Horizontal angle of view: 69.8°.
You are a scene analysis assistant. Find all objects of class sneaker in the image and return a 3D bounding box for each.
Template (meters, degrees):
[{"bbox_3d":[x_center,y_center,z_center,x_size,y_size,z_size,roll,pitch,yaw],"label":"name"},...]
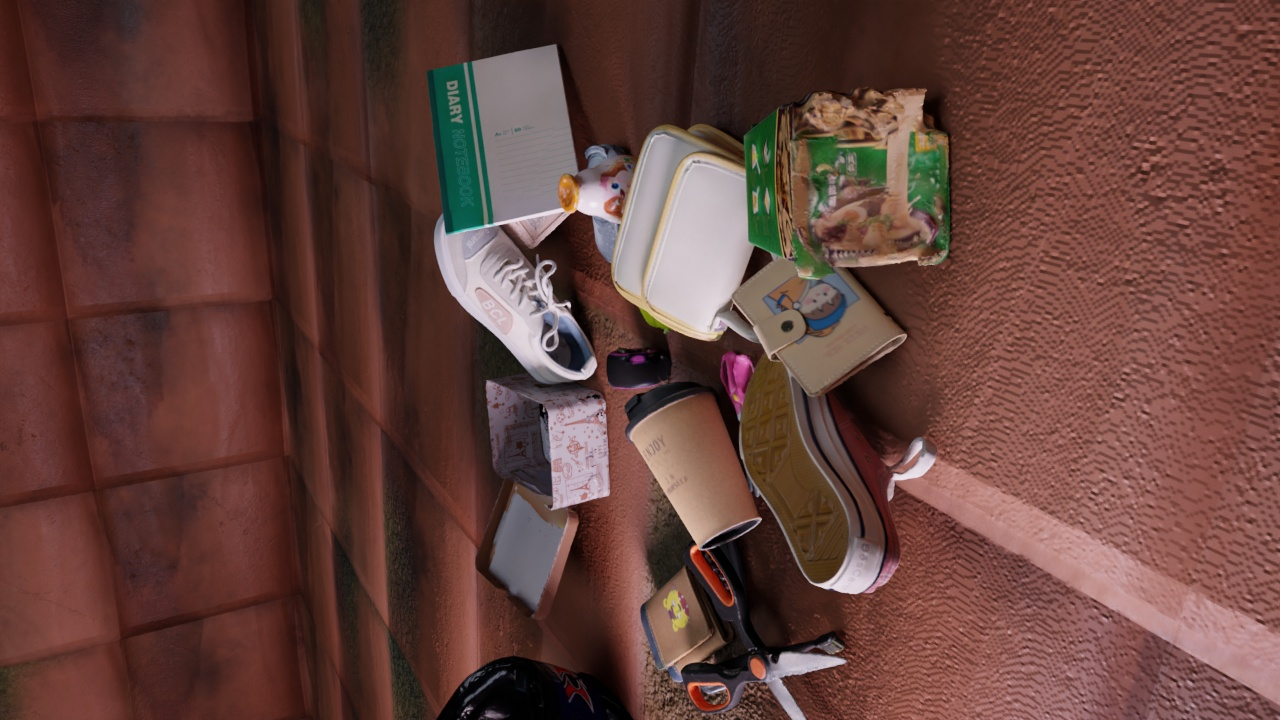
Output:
[{"bbox_3d":[0.141,0.076,0.673,0.240,0.087,0.118,-106,37,-55],"label":"sneaker"},{"bbox_3d":[-0.131,-0.067,1.002,0.091,0.089,0.242,2,135,51],"label":"sneaker"}]

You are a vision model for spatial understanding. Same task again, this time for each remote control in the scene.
[{"bbox_3d":[0.074,0.175,0.864,0.053,0.024,0.136,-29,74,57],"label":"remote control"}]

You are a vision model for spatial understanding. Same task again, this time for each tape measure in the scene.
[{"bbox_3d":[-0.005,0.005,0.918,0.057,0.057,0.039,10,105,60],"label":"tape measure"}]

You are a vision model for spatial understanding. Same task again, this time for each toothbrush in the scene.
[{"bbox_3d":[0.114,0.271,0.825,0.027,0.026,0.213,42,142,-3],"label":"toothbrush"}]

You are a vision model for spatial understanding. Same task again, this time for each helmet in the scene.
[{"bbox_3d":[-0.097,0.473,1.012,0.240,0.246,0.316,40,161,-16],"label":"helmet"}]

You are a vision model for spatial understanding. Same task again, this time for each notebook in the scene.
[{"bbox_3d":[-0.147,-0.239,0.981,0.012,0.150,0.209,74,-175,-69],"label":"notebook"}]

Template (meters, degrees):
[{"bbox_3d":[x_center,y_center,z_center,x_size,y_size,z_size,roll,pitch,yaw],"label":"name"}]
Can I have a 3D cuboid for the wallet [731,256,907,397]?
[{"bbox_3d":[0.126,-0.032,0.679,0.115,0.087,0.024,57,-179,32],"label":"wallet"}]

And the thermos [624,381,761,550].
[{"bbox_3d":[0.048,0.092,0.820,0.143,0.092,0.093,65,146,22],"label":"thermos"}]

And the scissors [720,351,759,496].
[{"bbox_3d":[0.089,0.057,0.819,0.073,0.017,0.137,-148,50,-64],"label":"scissors"}]

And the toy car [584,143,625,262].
[{"bbox_3d":[-0.033,-0.160,0.941,0.054,0.036,0.121,10,109,57],"label":"toy car"}]

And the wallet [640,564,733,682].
[{"bbox_3d":[0.045,0.267,0.933,0.116,0.033,0.090,-54,51,45],"label":"wallet"}]

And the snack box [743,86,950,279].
[{"bbox_3d":[0.130,-0.118,0.626,0.106,0.118,0.117,-161,66,-69],"label":"snack box"}]

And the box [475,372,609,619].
[{"bbox_3d":[-0.126,0.156,1.104,0.179,0.110,0.260,17,112,56],"label":"box"}]

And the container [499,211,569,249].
[{"bbox_3d":[-0.146,-0.180,1.049,0.111,0.089,0.090,11,143,55],"label":"container"}]

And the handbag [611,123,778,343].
[{"bbox_3d":[0.061,-0.095,0.770,0.179,0.063,0.164,37,125,31],"label":"handbag"}]

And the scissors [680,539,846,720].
[{"bbox_3d":[0.096,0.257,0.810,0.235,0.021,0.220,-48,60,49],"label":"scissors"}]

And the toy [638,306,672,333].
[{"bbox_3d":[0.016,-0.074,0.886,0.097,0.031,0.100,-12,85,52],"label":"toy"}]

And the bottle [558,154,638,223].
[{"bbox_3d":[-0.021,-0.158,0.850,0.063,0.108,0.063,26,121,55],"label":"bottle"}]
